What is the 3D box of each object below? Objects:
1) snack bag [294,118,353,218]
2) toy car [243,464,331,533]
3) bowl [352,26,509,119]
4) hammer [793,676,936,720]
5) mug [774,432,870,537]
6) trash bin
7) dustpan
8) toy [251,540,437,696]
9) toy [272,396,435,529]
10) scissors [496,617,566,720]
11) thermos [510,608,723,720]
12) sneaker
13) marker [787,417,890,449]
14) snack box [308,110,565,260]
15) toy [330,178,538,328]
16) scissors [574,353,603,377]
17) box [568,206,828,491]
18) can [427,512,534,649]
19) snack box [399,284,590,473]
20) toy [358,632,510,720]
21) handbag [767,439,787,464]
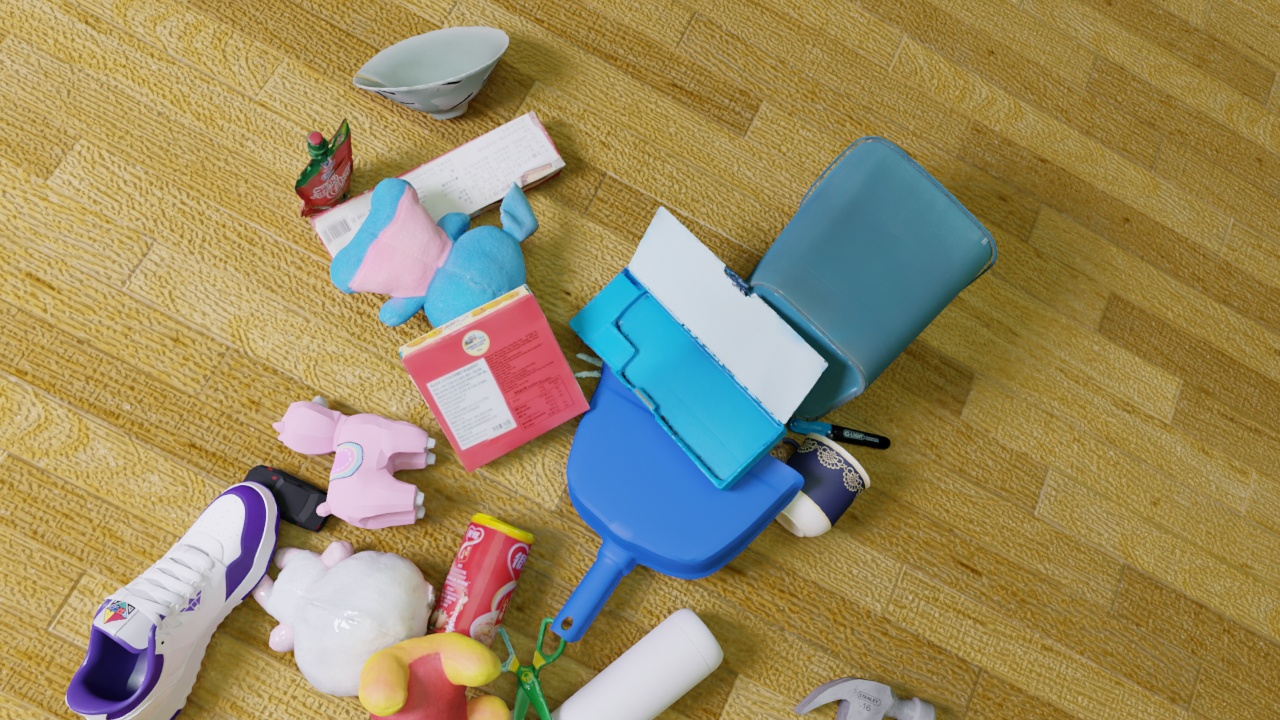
[{"bbox_3d":[-0.322,-0.194,0.926,0.044,0.155,0.087,35,73,-5],"label":"snack bag"},{"bbox_3d":[-0.350,0.135,0.906,0.091,0.036,0.042,26,74,-4],"label":"toy car"},{"bbox_3d":[-0.221,-0.306,1.014,0.174,0.068,0.173,-9,39,7],"label":"bowl"},{"bbox_3d":[0.193,0.479,0.932,0.139,0.035,0.312,22,74,-3],"label":"hammer"},{"bbox_3d":[0.174,0.133,0.989,0.112,0.086,0.089,34,72,35],"label":"mug"},{"bbox_3d":[0.209,-0.073,0.961,0.199,0.197,0.218,43,64,2],"label":"trash bin"},{"bbox_3d":[-0.008,0.165,0.925,0.245,0.060,0.257,30,69,17],"label":"dustpan"},{"bbox_3d":[-0.288,0.235,0.869,0.180,0.101,0.138,21,72,19],"label":"toy"},{"bbox_3d":[-0.285,0.099,0.906,0.157,0.067,0.123,10,60,-6],"label":"toy"},{"bbox_3d":[-0.119,0.310,0.893,0.108,0.012,0.131,5,52,13],"label":"scissors"},{"bbox_3d":[-0.035,0.327,0.909,0.229,0.069,0.101,-35,72,-15],"label":"thermos"},{"bbox_3d":[-0.426,0.214,0.824,0.092,0.111,0.243,20,76,15],"label":"sneaker"},{"bbox_3d":[0.226,0.083,1.039,0.123,0.015,0.018,12,74,-9],"label":"marker"},{"bbox_3d":[-0.218,-0.181,1.003,0.272,0.044,0.076,-31,90,-15],"label":"snack box"},{"bbox_3d":[-0.202,-0.105,0.945,0.191,0.099,0.224,28,84,-20],"label":"toy"},{"bbox_3d":[-0.012,0.024,1.009,0.135,0.016,0.083,0,79,-9],"label":"scissors"},{"bbox_3d":[0.058,-0.014,0.919,0.243,0.060,0.176,47,112,22],"label":"box"},{"bbox_3d":[-0.158,0.220,0.907,0.066,0.067,0.124,23,74,-5],"label":"can"},{"bbox_3d":[-0.145,0.019,0.925,0.142,0.040,0.145,-27,116,-6],"label":"snack box"},{"bbox_3d":[-0.191,0.346,0.824,0.147,0.099,0.216,-5,114,-21],"label":"toy"},{"bbox_3d":[0.088,0.044,0.990,0.043,0.094,0.195,7,62,-53],"label":"handbag"}]
